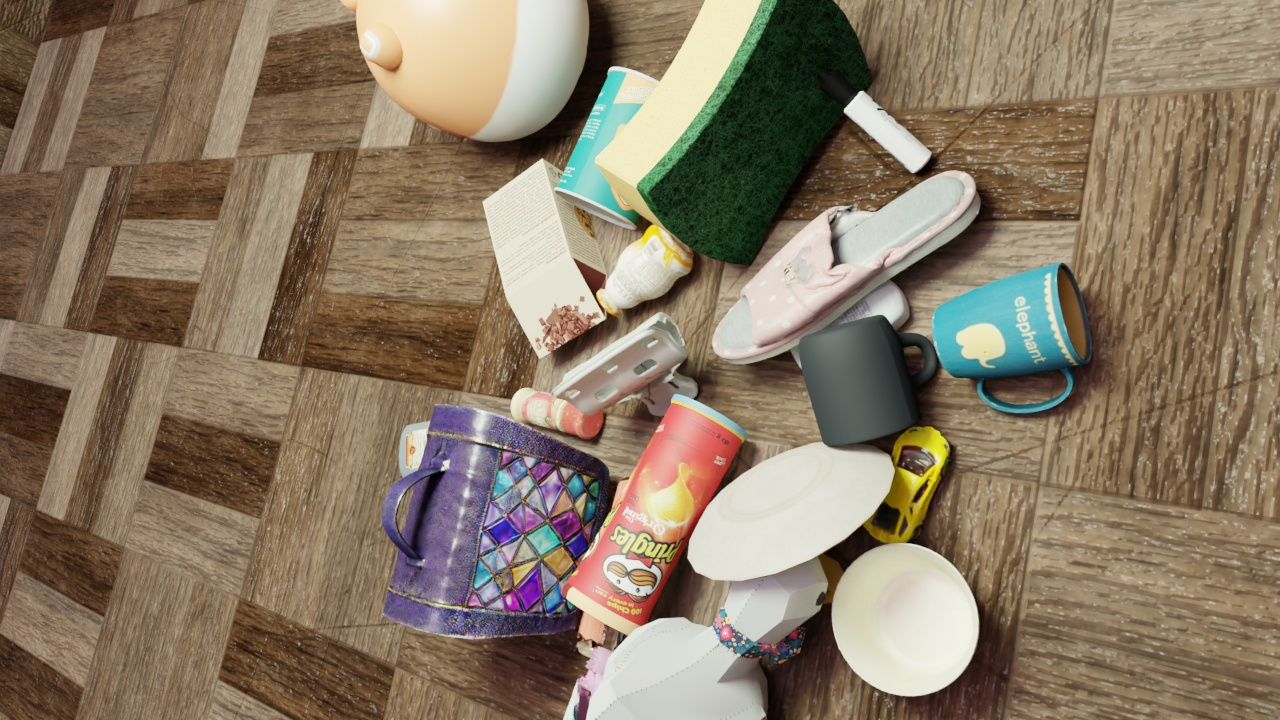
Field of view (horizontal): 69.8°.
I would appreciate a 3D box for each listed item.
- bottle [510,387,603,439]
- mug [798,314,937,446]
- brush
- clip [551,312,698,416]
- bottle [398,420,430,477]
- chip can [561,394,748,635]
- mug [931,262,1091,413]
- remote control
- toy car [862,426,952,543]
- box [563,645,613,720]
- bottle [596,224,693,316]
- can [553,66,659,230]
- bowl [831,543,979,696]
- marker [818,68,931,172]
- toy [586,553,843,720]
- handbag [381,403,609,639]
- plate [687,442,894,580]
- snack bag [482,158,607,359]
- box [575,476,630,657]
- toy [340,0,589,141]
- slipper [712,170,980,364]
[{"bbox_3d":[-0.093,0.057,1.007,0.109,0.044,0.044,10,82,37],"label":"bottle"},{"bbox_3d":[0.201,0.010,0.787,0.085,0.121,0.094,170,83,-75],"label":"mug"},{"bbox_3d":[0.093,-0.227,0.864,0.075,0.195,0.250,39,100,36],"label":"brush"},{"bbox_3d":[-0.005,0.005,0.901,0.125,0.147,0.081,-31,69,24],"label":"clip"},{"bbox_3d":[-0.211,0.100,1.074,0.162,0.046,0.072,-12,70,31],"label":"bottle"},{"bbox_3d":[0.015,0.144,0.860,0.087,0.087,0.213,24,80,37],"label":"chip can"},{"bbox_3d":[0.300,-0.012,0.740,0.104,0.084,0.112,-15,97,37],"label":"mug"},{"bbox_3d":[0.191,-0.032,0.845,0.114,0.028,0.060,-34,59,22],"label":"remote control"},{"bbox_3d":[0.227,0.105,0.781,0.049,0.030,0.107,24,89,38],"label":"toy car"},{"bbox_3d":[-0.079,0.388,0.825,0.035,0.159,0.230,19,95,8],"label":"box"},{"bbox_3d":[0.003,-0.093,0.971,0.109,0.063,0.063,-39,58,20],"label":"bottle"},{"bbox_3d":[-0.020,-0.230,1.003,0.099,0.099,0.144,26,92,37],"label":"can"},{"bbox_3d":[0.219,0.207,0.736,0.116,0.062,0.115,-11,71,32],"label":"bowl"},{"bbox_3d":[0.213,-0.222,0.843,0.126,0.025,0.025,41,103,-4],"label":"marker"},{"bbox_3d":[0.053,0.263,0.769,0.141,0.246,0.268,45,125,33],"label":"toy"},{"bbox_3d":[-0.152,0.159,0.901,0.126,0.221,0.204,2,76,44],"label":"handbag"},{"bbox_3d":[0.118,0.115,0.772,0.189,0.188,0.027,-22,105,28],"label":"plate"},{"bbox_3d":[-0.102,-0.112,1.045,0.095,0.069,0.206,-30,62,24],"label":"snack bag"},{"bbox_3d":[-0.026,0.207,0.918,0.058,0.053,0.186,14,86,4],"label":"box"},{"bbox_3d":[-0.202,-0.387,1.068,0.262,0.280,0.267,60,139,31],"label":"toy"},{"bbox_3d":[0.174,-0.090,0.833,0.275,0.054,0.114,-34,30,17],"label":"slipper"}]
